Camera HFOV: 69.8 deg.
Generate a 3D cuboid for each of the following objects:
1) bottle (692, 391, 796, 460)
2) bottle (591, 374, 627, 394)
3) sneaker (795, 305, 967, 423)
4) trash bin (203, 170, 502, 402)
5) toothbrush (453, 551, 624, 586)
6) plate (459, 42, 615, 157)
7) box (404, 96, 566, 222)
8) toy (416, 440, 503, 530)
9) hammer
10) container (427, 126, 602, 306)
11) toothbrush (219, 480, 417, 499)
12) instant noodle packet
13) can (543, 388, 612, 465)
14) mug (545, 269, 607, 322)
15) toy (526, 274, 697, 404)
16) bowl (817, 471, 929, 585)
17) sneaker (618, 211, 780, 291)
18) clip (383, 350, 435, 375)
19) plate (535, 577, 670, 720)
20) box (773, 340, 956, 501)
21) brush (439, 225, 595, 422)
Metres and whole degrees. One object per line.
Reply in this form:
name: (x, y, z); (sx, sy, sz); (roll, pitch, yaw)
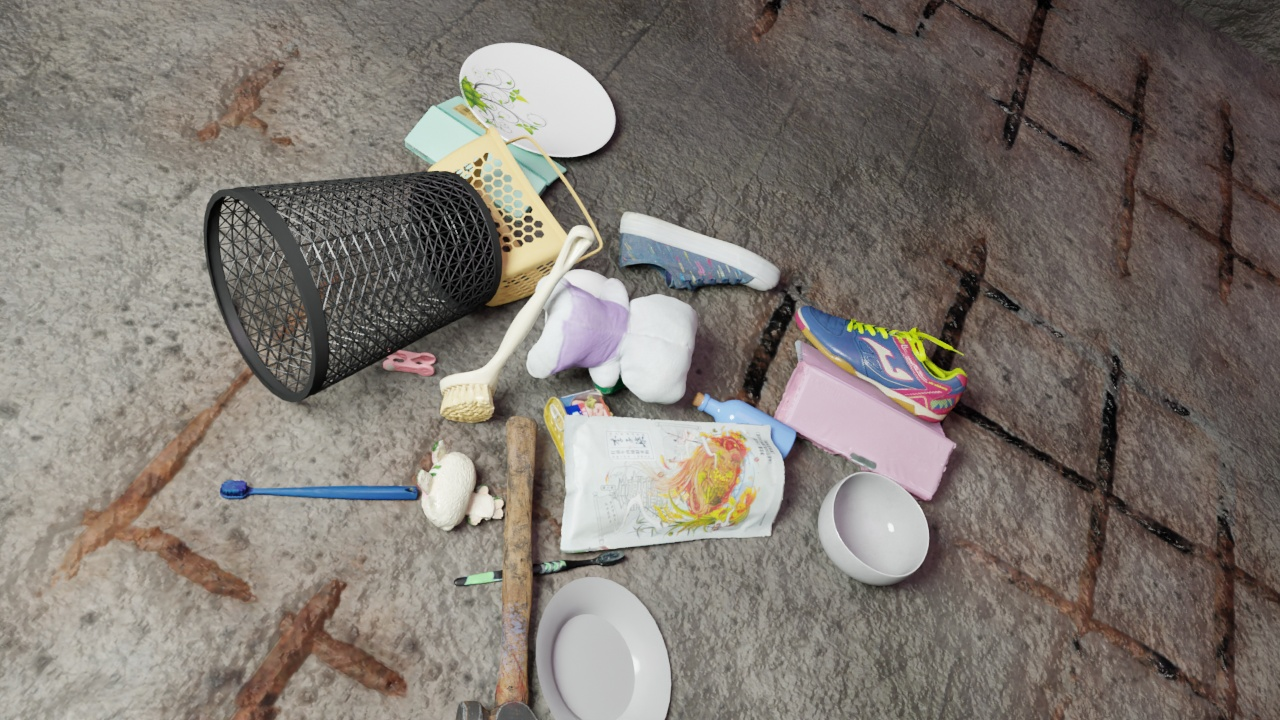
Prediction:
bottle: (0.125, 0.077, 1.133); (0.131, 0.048, 0.047); (28, 52, -4)
bottle: (-0.007, 0.007, 1.129); (0.109, 0.043, 0.042); (-21, 69, -34)
sneaker: (0.324, -0.018, 1.233); (0.242, 0.091, 0.116); (35, 20, 13)
trash bin: (-0.294, -0.100, 0.981); (0.242, 0.218, 0.217); (-25, 71, -41)
toothbrush: (-0.102, 0.218, 0.966); (0.187, 0.017, 0.014); (-4, 62, -23)
plate: (-0.148, -0.366, 1.317); (0.229, 0.030, 0.228); (13, 52, -17)
box: (-0.203, -0.280, 1.234); (0.187, 0.056, 0.137); (33, 58, -1)
toy: (-0.195, 0.136, 0.958); (0.112, 0.050, 0.087); (52, 33, -39)
hammer: (-0.118, 0.212, 0.941); (0.120, 0.033, 0.329); (10, 60, -21)
container: (-0.154, -0.178, 1.125); (0.166, 0.129, 0.183); (-30, 80, -24)
toothbrush: (-0.322, 0.131, 0.928); (0.189, 0.017, 0.016); (4, 58, -21)
instant noodle packet: (0.038, 0.136, 1.032); (0.268, 0.057, 0.146); (3, 83, -28)
can: (-0.062, 0.083, 1.047); (0.058, 0.054, 0.099); (-15, 66, -31)
mug: (-0.059, -0.060, 1.129); (0.124, 0.090, 0.076); (35, 58, -39)
toy: (-0.022, -0.028, 1.047); (0.209, 0.086, 0.137); (12, 78, -30)
bowl: (0.271, 0.206, 1.099); (0.131, 0.065, 0.131); (11, 55, -16)
sneaker: (0.075, -0.128, 1.242); (0.235, 0.087, 0.079); (17, 88, -16)
clip: (-0.261, 0.008, 1.034); (0.059, 0.023, 0.041); (14, 59, -7)
plate: (-0.039, 0.303, 0.909); (0.172, 0.019, 0.172); (27, 47, -33)
box: (0.299, 0.066, 1.203); (0.233, 0.075, 0.172); (27, 50, -5)
brush: (-0.132, -0.034, 0.981); (0.062, 0.273, 0.077); (13, 33, -50)
